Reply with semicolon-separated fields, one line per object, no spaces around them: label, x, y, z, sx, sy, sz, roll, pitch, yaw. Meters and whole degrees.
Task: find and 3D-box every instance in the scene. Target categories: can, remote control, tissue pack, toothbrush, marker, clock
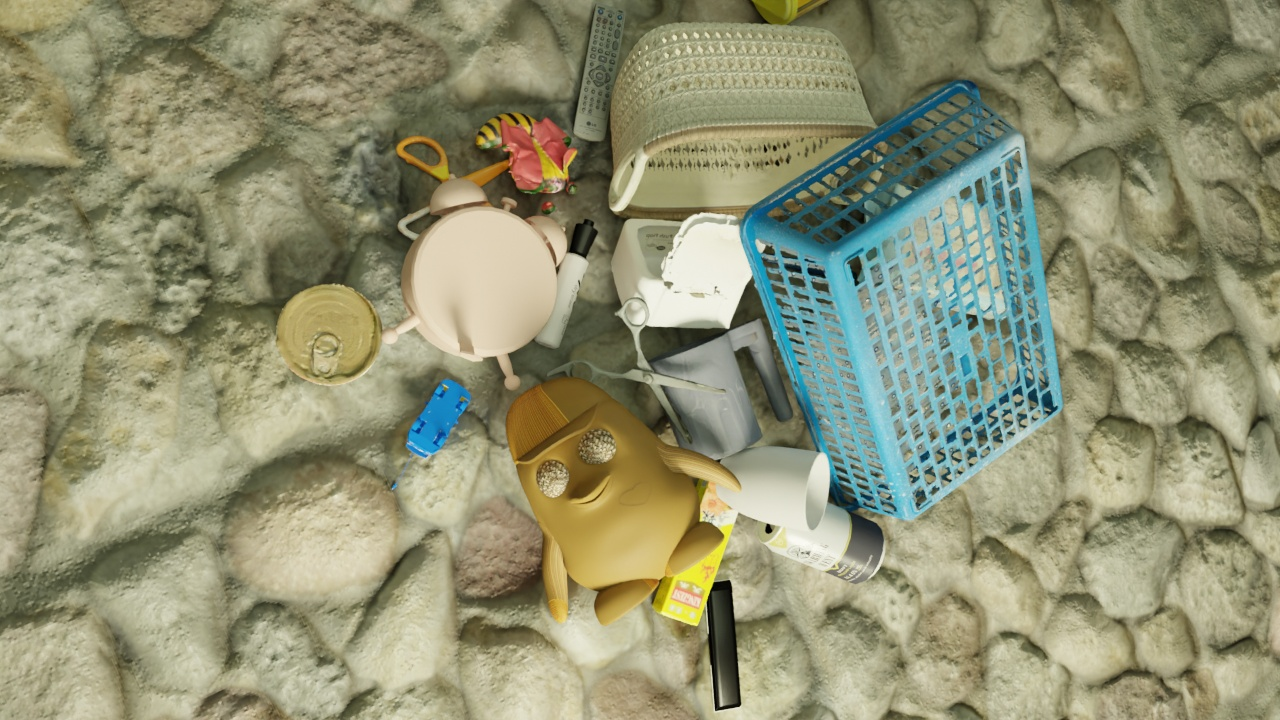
can;-0.266;-0.021;0.788;0.086;0.043;0.086;1;86;-16
remote control;-0.040;-0.278;0.888;0.033;0.013;0.136;11;83;-15
can;0.171;0.168;0.893;0.127;0.064;0.064;24;80;-14
tissue pack;0.307;-0.112;0.952;0.181;0.070;0.112;10;83;-13
can;0.168;-0.391;0.929;0.105;0.068;0.067;-34;96;-16
toothbrush;0.146;-0.101;0.931;0.167;0.014;0.014;10;72;-15
marker;-0.068;-0.073;0.860;0.025;0.025;0.125;21;81;-14
clock;-0.137;-0.071;0.804;0.131;0.086;0.160;23;71;-24
remote control;0.080;0.276;0.886;0.028;0.012;0.124;-4;87;-17

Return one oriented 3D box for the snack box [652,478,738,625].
snack box;0.058;0.175;0.877;0.040;0.029;0.148;24;79;-14

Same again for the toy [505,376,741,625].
toy;-0.036;0.105;0.796;0.198;0.162;0.203;-35;85;-3

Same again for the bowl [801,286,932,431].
bowl;0.220;-0.001;0.926;0.149;0.043;0.149;-3;99;-20

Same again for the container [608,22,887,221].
container;0.088;-0.212;0.840;0.246;0.185;0.142;-4;77;-20

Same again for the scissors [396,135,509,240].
scissors;-0.174;-0.151;0.840;0.125;0.011;0.127;31;77;-15

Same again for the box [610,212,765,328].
box;0.046;-0.098;0.815;0.108;0.137;0.126;0;46;-17

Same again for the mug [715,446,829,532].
mug;0.126;0.107;0.850;0.107;0.089;0.071;-31;122;-57

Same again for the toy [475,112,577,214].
toy;-0.101;-0.190;0.847;0.103;0.046;0.084;43;64;-1

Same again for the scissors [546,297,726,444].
scissors;-0.008;0.013;0.827;0.174;0.014;0.141;-6;107;24

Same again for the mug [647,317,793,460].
mug;0.078;0.028;0.867;0.123;0.084;0.104;-22;93;-19

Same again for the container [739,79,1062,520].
container;0.261;-0.030;0.830;0.257;0.089;0.362;-33;124;-11

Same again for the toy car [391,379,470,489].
toy car;-0.192;0.067;0.821;0.033;0.062;0.091;34;48;-10
